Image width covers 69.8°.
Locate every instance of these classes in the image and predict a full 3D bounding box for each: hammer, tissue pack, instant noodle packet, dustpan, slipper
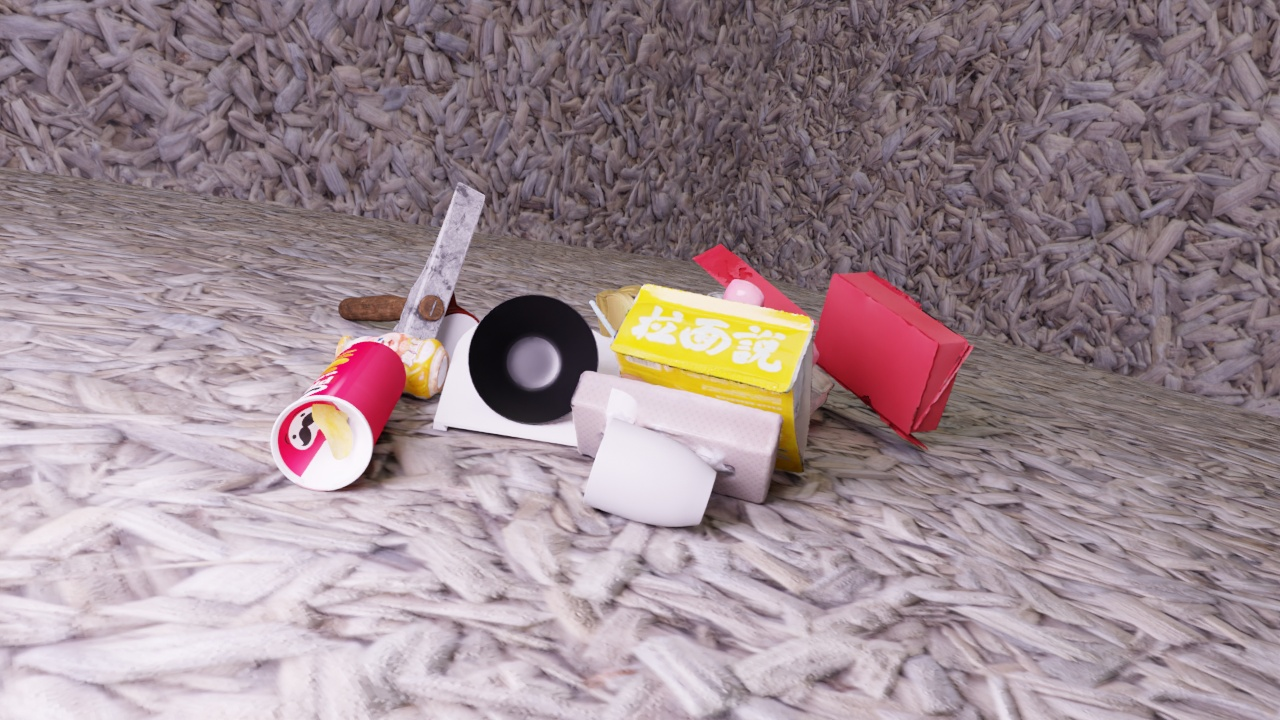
[{"bbox_3d":[-0.302,-0.100,1.139,0.037,0.217,0.301,25,-11,-33],"label":"hammer"},{"bbox_3d":[0.027,0.071,0.800,0.181,0.071,0.104,16,-33,13],"label":"tissue pack"},{"bbox_3d":[0.076,0.035,0.866,0.163,0.084,0.222,13,-29,18],"label":"instant noodle packet"},{"bbox_3d":[-0.107,0.032,0.980,0.191,0.053,0.257,10,28,-8],"label":"dustpan"},{"bbox_3d":[-0.015,-0.066,1.428,0.078,0.099,0.263,-8,10,-12],"label":"slipper"}]

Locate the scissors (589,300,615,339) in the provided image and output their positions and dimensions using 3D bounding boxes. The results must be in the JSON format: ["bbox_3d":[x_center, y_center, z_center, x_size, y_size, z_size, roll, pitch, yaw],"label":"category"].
[{"bbox_3d":[-0.012,0.002,1.063,0.170,0.013,0.176,52,-12,-7],"label":"scissors"}]

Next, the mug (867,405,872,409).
[{"bbox_3d":[0.384,0.054,1.333,0.090,0.074,0.110,12,36,3],"label":"mug"}]

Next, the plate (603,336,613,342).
[{"bbox_3d":[-0.085,-0.007,1.228,0.174,0.036,0.174,11,11,-2],"label":"plate"}]

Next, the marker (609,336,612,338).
[{"bbox_3d":[-0.034,-0.030,1.338,0.017,0.017,0.147,8,-7,-17],"label":"marker"}]

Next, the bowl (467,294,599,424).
[{"bbox_3d":[-0.105,0.000,0.896,0.124,0.124,0.052,10,-5,-7],"label":"bowl"}]

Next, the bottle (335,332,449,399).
[{"bbox_3d":[-0.253,0.002,0.936,0.108,0.063,0.063,11,11,2],"label":"bottle"}]

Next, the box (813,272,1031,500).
[{"bbox_3d":[0.387,0.041,1.249,0.374,0.148,0.213,35,9,-38],"label":"box"}]

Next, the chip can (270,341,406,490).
[{"bbox_3d":[-0.239,0.037,0.751,0.069,0.069,0.220,9,10,-10],"label":"chip can"}]

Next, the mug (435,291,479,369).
[{"bbox_3d":[-0.235,-0.049,1.103,0.073,0.106,0.082,-4,17,-30],"label":"mug"}]

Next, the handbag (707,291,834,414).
[{"bbox_3d":[0.147,-0.002,1.153,0.195,0.073,0.138,42,17,12],"label":"handbag"}]

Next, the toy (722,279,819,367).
[{"bbox_3d":[0.091,0.015,0.971,0.096,0.237,0.192,-37,81,-30],"label":"toy"}]

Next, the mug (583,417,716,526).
[{"bbox_3d":[0.010,0.097,0.730,0.089,0.071,0.107,19,-14,4],"label":"mug"}]
